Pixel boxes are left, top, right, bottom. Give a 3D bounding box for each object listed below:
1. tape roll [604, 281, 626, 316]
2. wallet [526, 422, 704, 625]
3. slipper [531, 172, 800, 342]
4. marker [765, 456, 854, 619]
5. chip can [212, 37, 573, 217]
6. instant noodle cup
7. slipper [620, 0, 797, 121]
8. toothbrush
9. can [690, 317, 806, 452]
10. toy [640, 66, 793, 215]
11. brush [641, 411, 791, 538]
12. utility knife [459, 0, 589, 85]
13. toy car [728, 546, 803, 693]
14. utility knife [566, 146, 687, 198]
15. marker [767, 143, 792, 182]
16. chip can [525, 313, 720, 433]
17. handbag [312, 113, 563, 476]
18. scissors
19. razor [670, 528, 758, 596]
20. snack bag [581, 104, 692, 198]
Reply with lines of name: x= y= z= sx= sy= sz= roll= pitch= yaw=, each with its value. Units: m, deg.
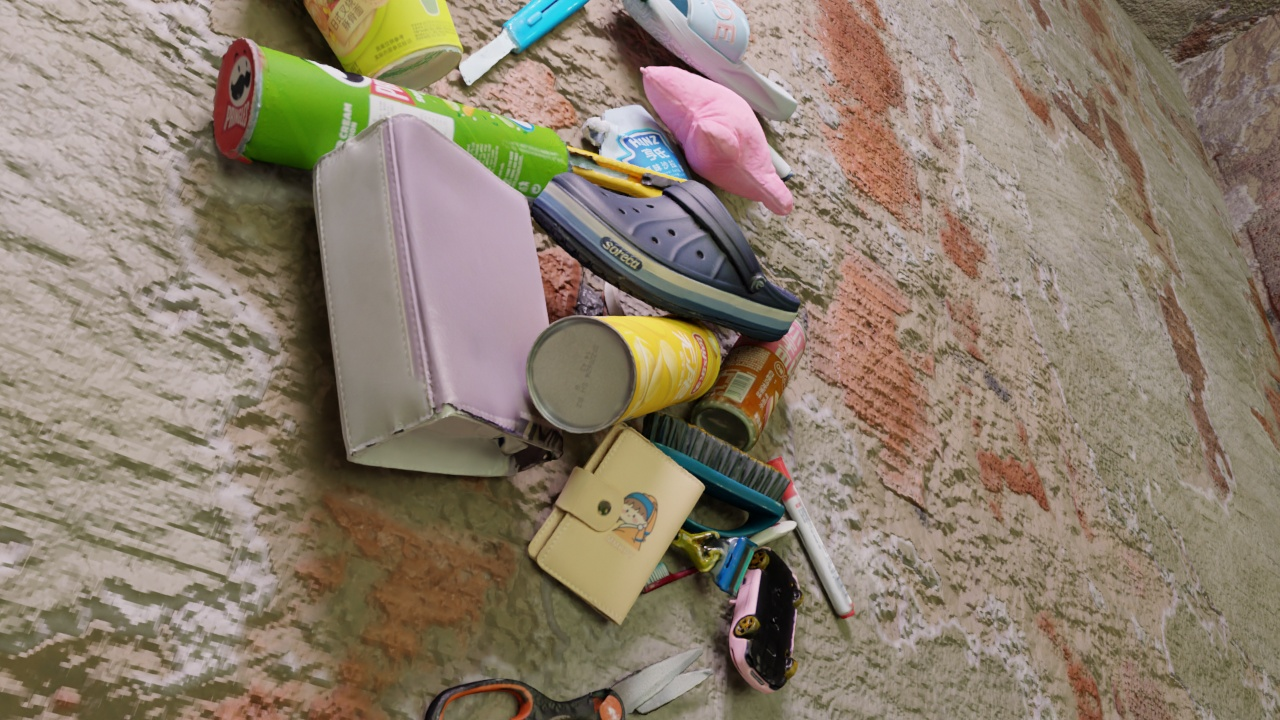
tape roll: x=0.007 y=-0.046 z=0.767 sx=0.085 sy=0.014 sz=0.085 roll=22 pitch=53 yaw=-34
wallet: x=-0.017 y=0.107 z=0.623 sx=0.087 sy=0.024 sz=0.115 roll=39 pitch=69 yaw=-11
slipper: x=0.040 y=-0.084 z=0.699 sx=0.252 sy=0.095 sz=0.105 roll=20 pitch=11 yaw=-38
marker: x=0.144 y=0.151 z=0.782 sx=0.017 sy=0.017 sz=0.145 roll=-18 pitch=80 yaw=-47
chip can: x=-0.159 y=-0.150 z=0.627 sx=0.235 sy=0.072 sz=0.072 roll=5 pitch=64 yaw=-43
instant noodle cup: x=-0.185 y=-0.255 z=0.644 sx=0.111 sy=0.112 sz=0.123 roll=-30 pitch=96 yaw=-48
slipper: x=0.080 y=-0.326 z=0.933 sx=0.245 sy=0.074 sz=0.104 roll=24 pitch=23 yaw=-37
toothbrush: x=0.064 y=0.147 z=0.710 sx=0.187 sy=0.016 sz=0.017 roll=-9 pitch=64 yaw=-45
can: x=0.095 y=0.016 z=0.782 sx=0.058 sy=0.058 sz=0.146 roll=49 pitch=43 yaw=-11
toy: x=0.066 y=-0.224 z=0.869 sx=0.178 sy=0.075 sz=0.194 roll=36 pitch=22 yaw=-28
brush: x=0.051 y=0.095 z=0.700 sx=0.143 sy=0.055 sz=0.073 roll=30 pitch=72 yaw=-27
utility knife: x=-0.100 y=-0.293 z=0.808 sx=0.034 sy=0.018 sz=0.224 roll=46 pitch=45 yaw=-15
toy car: x=0.093 y=0.196 z=0.694 sx=0.056 sy=0.037 sz=0.122 roll=50 pitch=30 yaw=-15
utility knife: x=-0.015 y=-0.154 z=0.775 sx=0.156 sy=0.015 sz=0.033 roll=12 pitch=66 yaw=-18
marker: x=0.117 y=-0.243 z=0.984 sx=0.130 sy=0.018 sz=0.022 roll=43 pitch=35 yaw=-16
chip can: x=-0.004 y=0.004 z=0.626 sx=0.072 sy=0.072 sz=0.213 roll=63 pitch=18 yaw=6
handbag: x=-0.122 y=-0.031 z=0.574 sx=0.144 sy=0.099 sz=0.196 roll=20 pitch=52 yaw=-55
scissors: x=-0.036 y=0.209 z=0.572 sx=0.152 sy=0.022 sz=0.233 roll=54 pitch=42 yaw=-4
razor: x=0.015 y=0.122 z=0.662 sx=0.142 sy=0.022 sz=0.042 roll=28 pitch=74 yaw=-13
snack bag: x=0.024 y=-0.149 z=0.828 sx=0.110 sy=0.039 sz=0.191 roll=-26 pitch=83 yaw=-42
